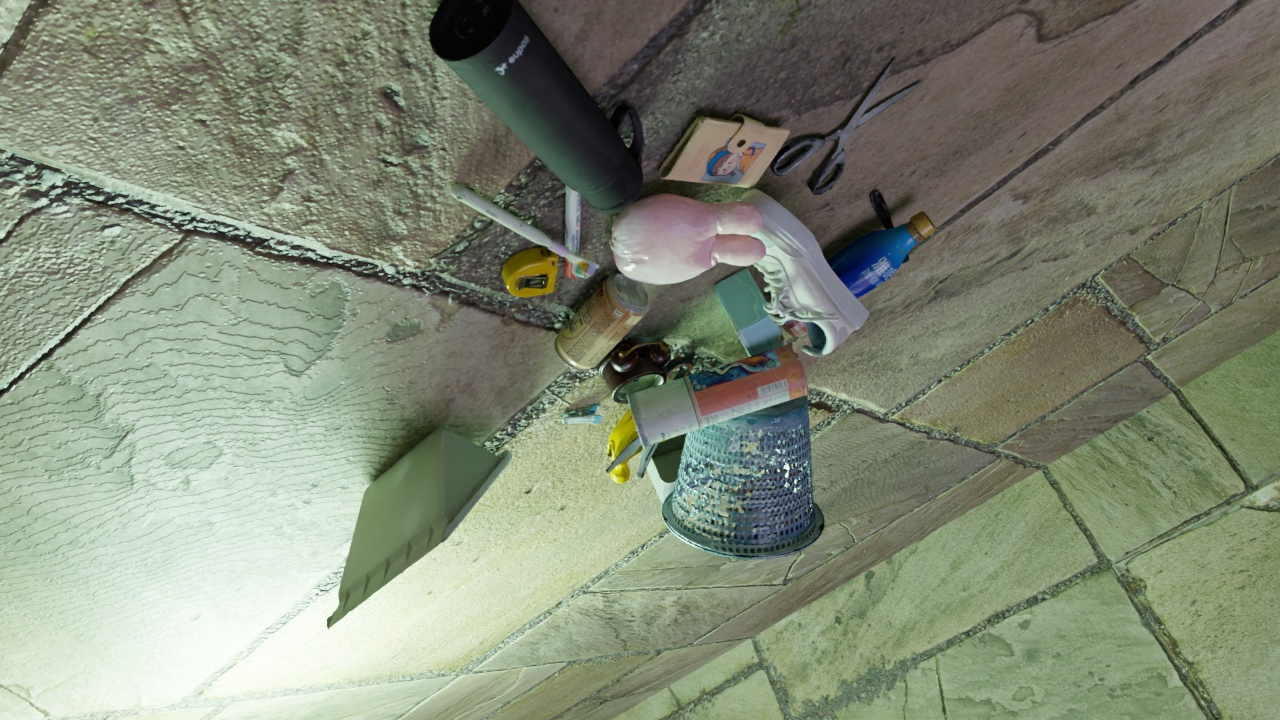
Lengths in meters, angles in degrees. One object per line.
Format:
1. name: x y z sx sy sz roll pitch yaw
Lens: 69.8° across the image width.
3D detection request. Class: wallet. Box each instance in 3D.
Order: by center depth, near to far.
1. wallet: 0.085 -0.205 0.897 0.115 0.024 0.088 -1 149 -35

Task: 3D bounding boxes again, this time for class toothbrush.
1. toothbrush: -0.108 -0.122 0.873 0.029 0.020 0.189 -24 148 29
2. toothbrush: 0.313 -0.167 1.151 0.016 0.018 0.181 -22 152 18

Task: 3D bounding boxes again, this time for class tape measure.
1. tape measure: -0.111 -0.087 0.938 0.057 0.029 0.060 -13 150 -20

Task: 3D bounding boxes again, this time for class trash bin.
1. trash bin: 0.145 0.129 1.253 0.226 0.227 0.195 -9 113 -27

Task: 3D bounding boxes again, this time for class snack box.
1. snack box: 0.148 -0.043 1.170 0.052 0.074 0.175 -27 152 7

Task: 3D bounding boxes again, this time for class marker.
1. marker: -0.067 -0.131 0.909 0.017 0.017 0.145 -17 151 -15

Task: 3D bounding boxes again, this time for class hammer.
1. hammer: 0.087 0.087 1.368 0.300 0.033 0.129 -18 135 -21

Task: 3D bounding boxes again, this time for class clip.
1. clip: -0.081 0.076 1.255 0.058 0.043 0.027 -2 149 -23

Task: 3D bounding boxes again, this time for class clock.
1. clock: -0.007 0.007 1.153 0.082 0.055 0.122 -10 152 -25

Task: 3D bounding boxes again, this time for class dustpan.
1. dustpan: -0.255 0.204 1.158 0.223 0.257 0.142 -38 126 24

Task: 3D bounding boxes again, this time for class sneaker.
1. sneaker: 0.163 -0.090 1.024 0.091 0.089 0.242 -47 127 -1

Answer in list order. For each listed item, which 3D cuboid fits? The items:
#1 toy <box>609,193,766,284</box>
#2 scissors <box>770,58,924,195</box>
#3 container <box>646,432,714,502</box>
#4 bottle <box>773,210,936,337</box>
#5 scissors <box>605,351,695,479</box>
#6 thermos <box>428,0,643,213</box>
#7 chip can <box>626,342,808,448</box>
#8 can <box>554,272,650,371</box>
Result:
1. toy: 0.048 -0.123 0.940 0.159 0.054 0.121 -3 146 8
2. scissors: 0.213 -0.235 0.955 0.180 0.014 0.159 -23 152 -5
3. container: 0.058 0.162 1.441 0.090 0.090 0.114 -18 155 -11
4. bottle: 0.267 -0.111 1.149 0.219 0.065 0.065 -36 150 23
5. scissors: 0.037 0.079 1.289 0.227 0.015 0.189 -28 137 -12
6. thermos: -0.066 -0.209 0.738 0.090 0.068 0.242 -61 151 -4
7. chip can: 0.095 0.043 1.134 0.215 0.071 0.071 -17 152 1
8. can: -0.044 -0.043 1.036 0.058 0.058 0.117 6 139 -44
